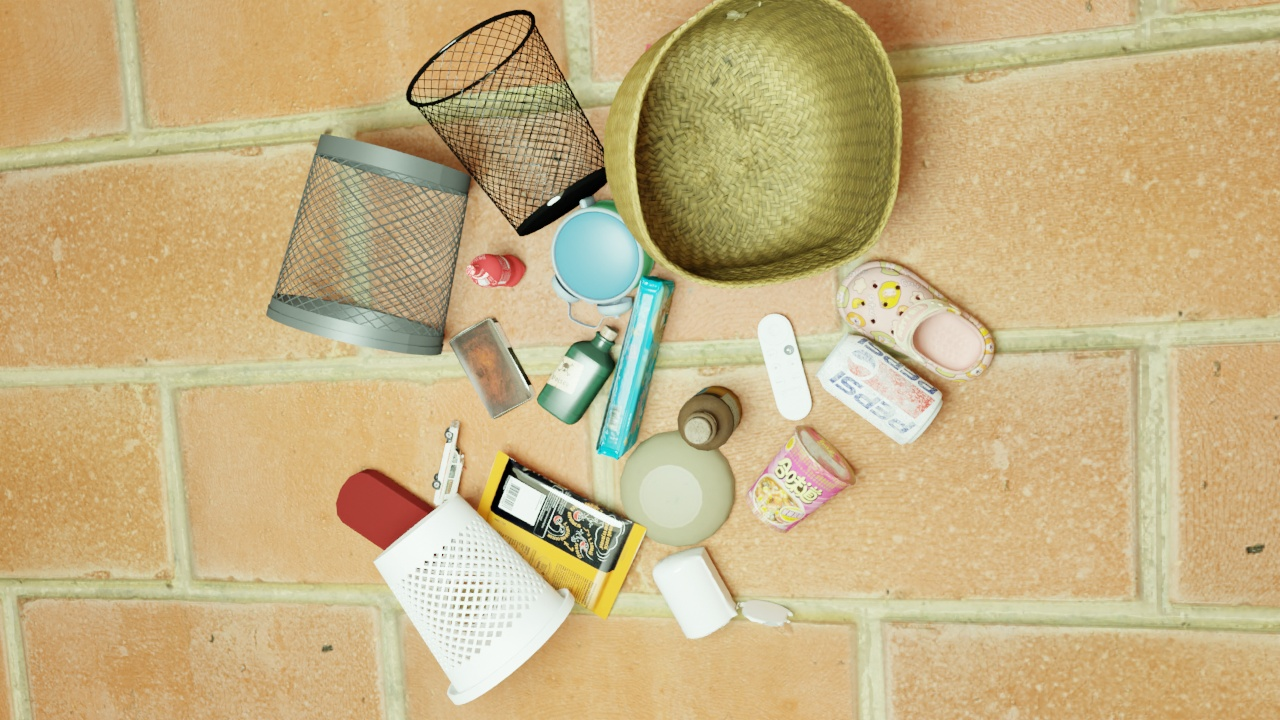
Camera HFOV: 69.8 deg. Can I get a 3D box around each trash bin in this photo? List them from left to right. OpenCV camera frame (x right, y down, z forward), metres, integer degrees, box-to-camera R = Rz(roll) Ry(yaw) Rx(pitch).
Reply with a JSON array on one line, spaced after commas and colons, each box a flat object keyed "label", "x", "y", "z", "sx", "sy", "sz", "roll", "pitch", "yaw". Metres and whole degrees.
[{"label": "trash bin", "x": -0.331, "y": -0.144, "z": 1.153, "sx": 0.218, "sy": 0.217, "sz": 0.227, "roll": 16, "pitch": 95, "yaw": 11}, {"label": "trash bin", "x": -0.222, "y": 0.289, "z": 1.164, "sx": 0.196, "sy": 0.195, "sz": 0.199, "roll": -38, "pitch": 93, "yaw": 14}, {"label": "trash bin", "x": -0.147, "y": -0.278, "z": 1.116, "sx": 0.184, "sy": 0.183, "sz": 0.210, "roll": -33, "pitch": 93, "yaw": 14}]

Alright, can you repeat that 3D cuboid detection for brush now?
[{"label": "brush", "x": -0.336, "y": 0.220, "z": 1.273, "sx": 0.173, "sy": 0.041, "sz": 0.082, "roll": 31, "pitch": 102, "yaw": 8}]

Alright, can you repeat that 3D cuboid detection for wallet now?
[{"label": "wallet", "x": -0.199, "y": 0.010, "z": 1.231, "sx": 0.072, "sy": 0.019, "sz": 0.123, "roll": -29, "pitch": 89, "yaw": 14}]

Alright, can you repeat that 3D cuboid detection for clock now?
[{"label": "clock", "x": -0.051, "y": -0.119, "z": 1.161, "sx": 0.122, "sy": 0.075, "sz": 0.162, "roll": 21, "pitch": 112, "yaw": 9}]

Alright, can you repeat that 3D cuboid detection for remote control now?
[{"label": "remote control", "x": 0.180, "y": 0.008, "z": 1.147, "sx": 0.043, "sy": 0.013, "sz": 0.136, "roll": -15, "pitch": 92, "yaw": 14}]

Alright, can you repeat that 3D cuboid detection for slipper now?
[{"label": "slipper", "x": 0.326, "y": -0.046, "z": 1.074, "sx": 0.197, "sy": 0.081, "sz": 0.093, "roll": 31, "pitch": 100, "yaw": 6}]

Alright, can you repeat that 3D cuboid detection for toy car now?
[{"label": "toy car", "x": -0.257, "y": 0.141, "z": 1.252, "sx": 0.039, "sy": 0.039, "sz": 0.113, "roll": 14, "pitch": 99, "yaw": -10}]

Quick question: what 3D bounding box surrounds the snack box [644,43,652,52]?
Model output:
[{"label": "snack box", "x": 0.012, "y": -0.306, "z": 1.115, "sx": 0.021, "sy": 0.089, "sz": 0.133, "roll": 16, "pitch": 99, "yaw": 14}]

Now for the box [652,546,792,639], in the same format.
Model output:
[{"label": "box", "x": 0.103, "y": 0.295, "z": 1.162, "sx": 0.142, "sy": 0.083, "sz": 0.140, "roll": -27, "pitch": 91, "yaw": 9}]

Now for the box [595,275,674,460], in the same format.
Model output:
[{"label": "box", "x": -0.008, "y": 0.007, "z": 1.149, "sx": 0.041, "sy": 0.094, "sz": 0.227, "roll": 16, "pitch": 99, "yaw": 9}]

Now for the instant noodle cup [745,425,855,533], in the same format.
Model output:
[{"label": "instant noodle cup", "x": 0.190, "y": 0.151, "z": 1.124, "sx": 0.097, "sy": 0.097, "sz": 0.109, "roll": 43, "pitch": 111, "yaw": 6}]

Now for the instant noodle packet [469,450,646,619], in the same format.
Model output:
[{"label": "instant noodle packet", "x": -0.117, "y": 0.235, "z": 1.220, "sx": 0.221, "sy": 0.032, "sz": 0.160, "roll": 26, "pitch": 115, "yaw": 9}]

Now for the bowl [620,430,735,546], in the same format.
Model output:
[{"label": "bowl", "x": 0.043, "y": 0.169, "z": 1.176, "sx": 0.152, "sy": 0.050, "sz": 0.152, "roll": 1, "pitch": 96, "yaw": 13}]

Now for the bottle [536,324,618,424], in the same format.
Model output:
[{"label": "bottle", "x": -0.072, "y": 0.013, "z": 1.181, "sx": 0.061, "sy": 0.061, "sz": 0.131, "roll": 35, "pitch": 102, "yaw": 5}]

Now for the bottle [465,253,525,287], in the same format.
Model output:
[{"label": "bottle", "x": -0.185, "y": -0.113, "z": 1.153, "sx": 0.042, "sy": 0.141, "sz": 0.042, "roll": 1, "pitch": 96, "yaw": 13}]

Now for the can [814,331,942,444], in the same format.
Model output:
[{"label": "can", "x": 0.283, "y": 0.032, "z": 1.092, "sx": 0.136, "sy": 0.078, "sz": 0.078, "roll": 37, "pitch": 102, "yaw": 7}]

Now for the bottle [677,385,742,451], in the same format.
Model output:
[{"label": "bottle", "x": 0.081, "y": 0.072, "z": 1.102, "sx": 0.068, "sy": 0.156, "sz": 0.068, "roll": 1, "pitch": 96, "yaw": 13}]

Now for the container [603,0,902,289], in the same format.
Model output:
[{"label": "container", "x": 0.110, "y": -0.236, "z": 1.008, "sx": 0.306, "sy": 0.196, "sz": 0.307, "roll": -3, "pitch": 104, "yaw": -13}]
